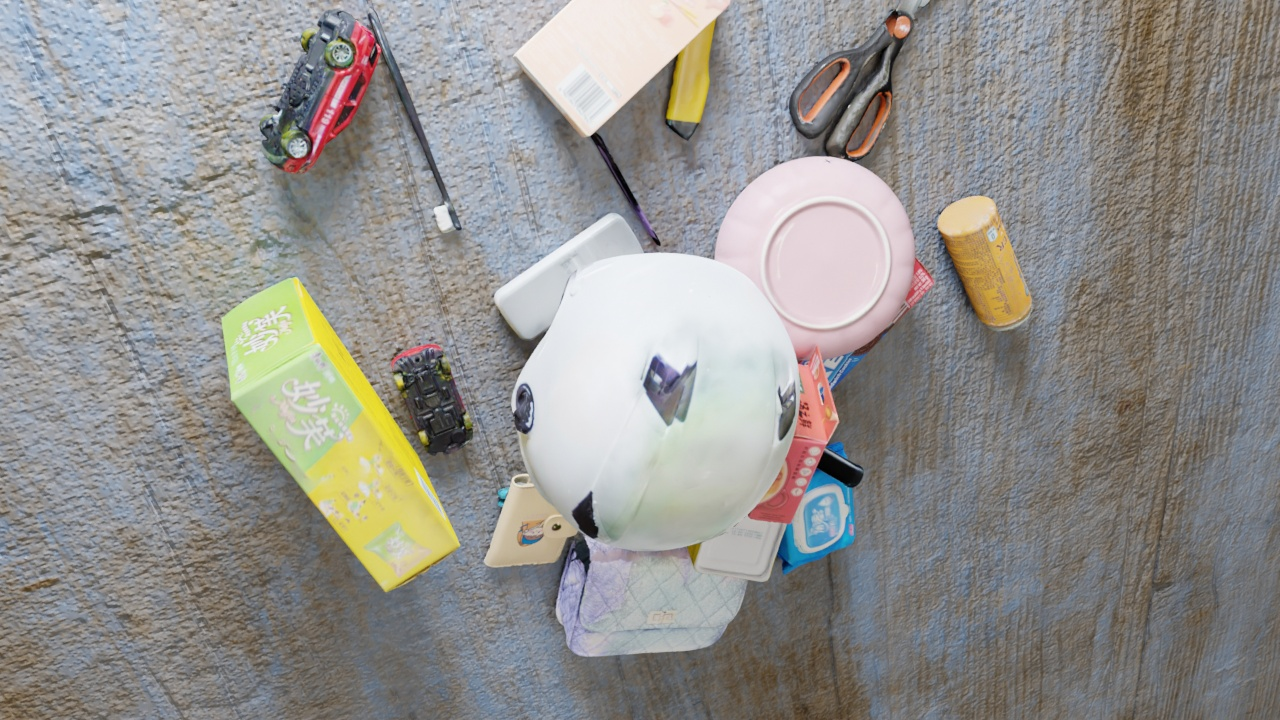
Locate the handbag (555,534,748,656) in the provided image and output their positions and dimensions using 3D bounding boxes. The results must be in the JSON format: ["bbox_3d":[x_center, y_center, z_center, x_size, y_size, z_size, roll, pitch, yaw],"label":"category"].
[{"bbox_3d":[0.015,0.244,0.968,0.193,0.075,0.134,3,113,-25],"label":"handbag"}]

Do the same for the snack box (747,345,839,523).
[{"bbox_3d":[0.130,0.064,0.838,0.044,0.113,0.127,10,125,-8],"label":"snack box"}]

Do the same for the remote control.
[{"bbox_3d":[-0.062,-0.074,0.808,0.136,0.020,0.056,-36,122,-3],"label":"remote control"}]

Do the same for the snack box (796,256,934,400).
[{"bbox_3d":[0.195,-0.028,0.920,0.207,0.058,0.057,-47,120,5],"label":"snack box"}]

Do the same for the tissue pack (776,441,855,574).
[{"bbox_3d":[0.190,0.167,1.018,0.095,0.052,0.157,-19,121,-14],"label":"tissue pack"}]

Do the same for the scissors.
[{"bbox_3d":[0.213,-0.291,0.816,0.162,0.021,0.234,1,115,-23],"label":"scissors"}]

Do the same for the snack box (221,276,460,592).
[{"bbox_3d":[-0.235,0.056,0.718,0.070,0.157,0.210,-32,123,-10],"label":"snack box"}]

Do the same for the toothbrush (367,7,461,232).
[{"bbox_3d":[-0.176,-0.180,0.710,0.018,0.015,0.181,-18,122,-4],"label":"toothbrush"}]

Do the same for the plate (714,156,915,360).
[{"bbox_3d":[0.166,-0.091,0.848,0.192,0.039,0.192,-1,101,-6],"label":"plate"}]

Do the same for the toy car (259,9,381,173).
[{"bbox_3d":[-0.229,-0.190,0.659,0.045,0.053,0.120,24,100,-49],"label":"toy car"}]

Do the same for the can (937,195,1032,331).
[{"bbox_3d":[0.360,-0.099,0.954,0.058,0.058,0.146,-39,124,-2],"label":"can"}]

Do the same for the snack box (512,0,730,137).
[{"bbox_3d":[-0.014,-0.258,0.716,0.157,0.026,0.084,-43,106,-1],"label":"snack box"}]

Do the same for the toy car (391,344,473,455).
[{"bbox_3d":[-0.182,0.036,0.805,0.049,0.031,0.106,-22,120,-11],"label":"toy car"}]

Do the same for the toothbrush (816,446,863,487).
[{"bbox_3d":[0.139,0.073,0.938,0.212,0.027,0.026,30,109,-16],"label":"toothbrush"}]

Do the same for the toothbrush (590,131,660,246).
[{"bbox_3d":[-0.025,-0.171,0.781,0.016,0.014,0.189,-43,125,-13],"label":"toothbrush"}]

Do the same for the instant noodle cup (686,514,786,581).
[{"bbox_3d":[0.090,0.147,0.908,0.116,0.123,0.116,10,113,-7],"label":"instant noodle cup"}]

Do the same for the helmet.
[{"bbox_3d":[0.027,0.054,0.717,0.228,0.146,0.259,12,110,-28],"label":"helmet"}]

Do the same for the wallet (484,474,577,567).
[{"bbox_3d":[-0.098,0.158,0.896,0.087,0.024,0.115,1,127,-29],"label":"wallet"}]

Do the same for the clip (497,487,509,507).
[{"bbox_3d":[-0.112,0.131,0.894,0.056,0.014,0.040,-4,116,-24],"label":"clip"}]

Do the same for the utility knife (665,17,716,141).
[{"bbox_3d":[0.051,-0.285,0.753,0.033,0.015,0.207,1,114,-23],"label":"utility knife"}]
